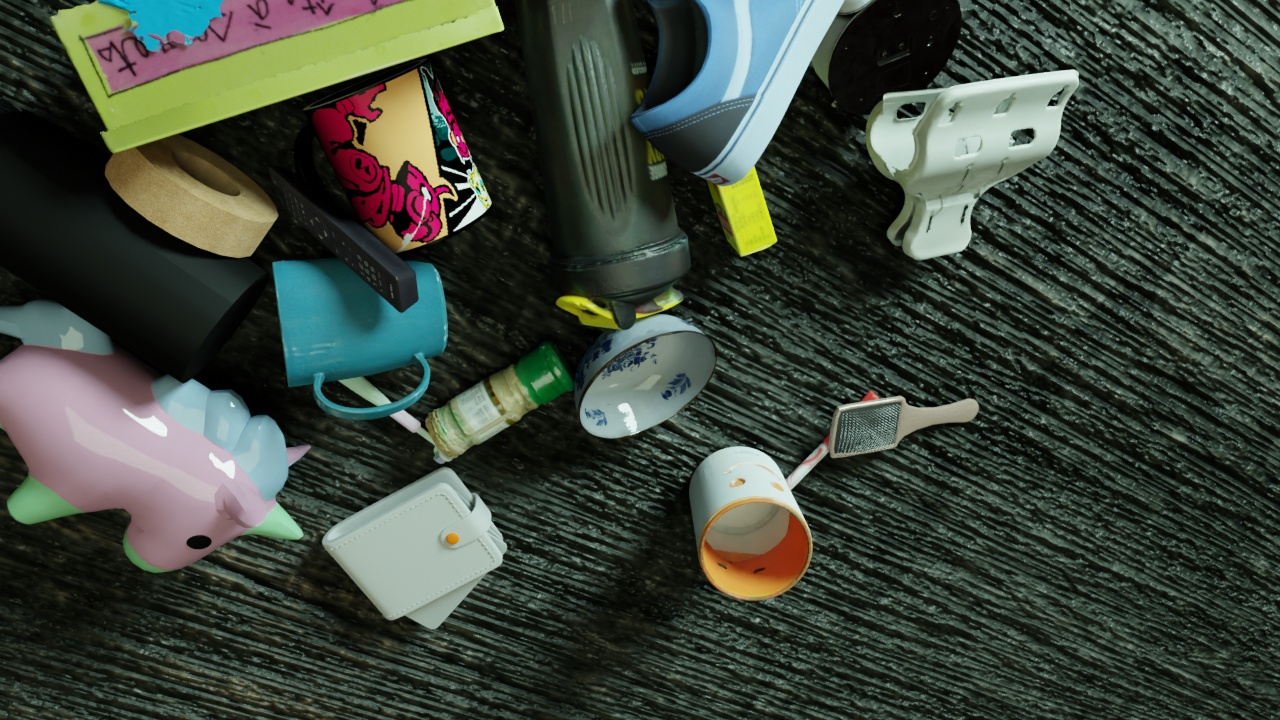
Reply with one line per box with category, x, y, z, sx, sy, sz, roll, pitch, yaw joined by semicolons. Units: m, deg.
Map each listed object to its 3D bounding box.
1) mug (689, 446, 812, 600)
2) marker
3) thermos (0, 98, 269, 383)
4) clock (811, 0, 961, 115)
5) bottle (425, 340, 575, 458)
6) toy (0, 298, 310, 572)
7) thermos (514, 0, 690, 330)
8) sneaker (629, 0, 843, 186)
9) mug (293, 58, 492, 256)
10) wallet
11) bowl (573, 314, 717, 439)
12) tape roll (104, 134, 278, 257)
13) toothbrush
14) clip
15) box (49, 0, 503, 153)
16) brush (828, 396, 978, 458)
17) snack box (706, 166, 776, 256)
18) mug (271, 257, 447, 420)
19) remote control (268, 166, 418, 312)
mug;0.081;0.122;0.705;0.082;0.105;0.082;0;106;-2
marker;0.144;0.080;0.756;0.013;0.012;0.142;38;102;-22
thermos;-0.337;-0.078;0.554;0.198;0.086;0.086;37;102;-13
clock;0.157;-0.218;0.594;0.094;0.035;0.123;-22;144;-3
bottle;-0.102;0.030;0.675;0.111;0.043;0.043;-31;114;4
toy;-0.333;0.046;0.608;0.171;0.120;0.222;-19;110;2
thermos;-0.027;-0.131;0.596;0.098;0.098;0.221;-12;110;-5
sneaker;0.064;-0.231;0.541;0.098;0.083;0.241;25;87;-29
mug;-0.167;-0.124;0.585;0.118;0.081;0.098;-10;117;24
wallet;-0.165;0.155;0.718;0.118;0.037;0.115;-28;115;6
bowl;-0.004;0.004;0.668;0.114;0.045;0.114;-22;147;-16
tape roll;-0.271;-0.103;0.559;0.094;0.094;0.027;35;102;-21
toothbrush;-0.197;0.025;0.669;0.155;0.022;0.015;44;73;-22
clip;0.216;-0.148;0.647;0.126;0.101;0.152;-12;151;-21
box;-0.193;-0.191;0.523;0.221;0.124;0.079;-21;112;-3
brush;0.219;0.051;0.748;0.135;0.015;0.050;-8;121;-15
snack box;0.056;-0.146;0.630;0.029;0.040;0.148;-22;115;-1
mug;-0.182;-0.015;0.607;0.104;0.112;0.085;-8;159;-21
remote control;-0.188;-0.080;0.577;0.015;0.136;0.032;-36;153;-31
